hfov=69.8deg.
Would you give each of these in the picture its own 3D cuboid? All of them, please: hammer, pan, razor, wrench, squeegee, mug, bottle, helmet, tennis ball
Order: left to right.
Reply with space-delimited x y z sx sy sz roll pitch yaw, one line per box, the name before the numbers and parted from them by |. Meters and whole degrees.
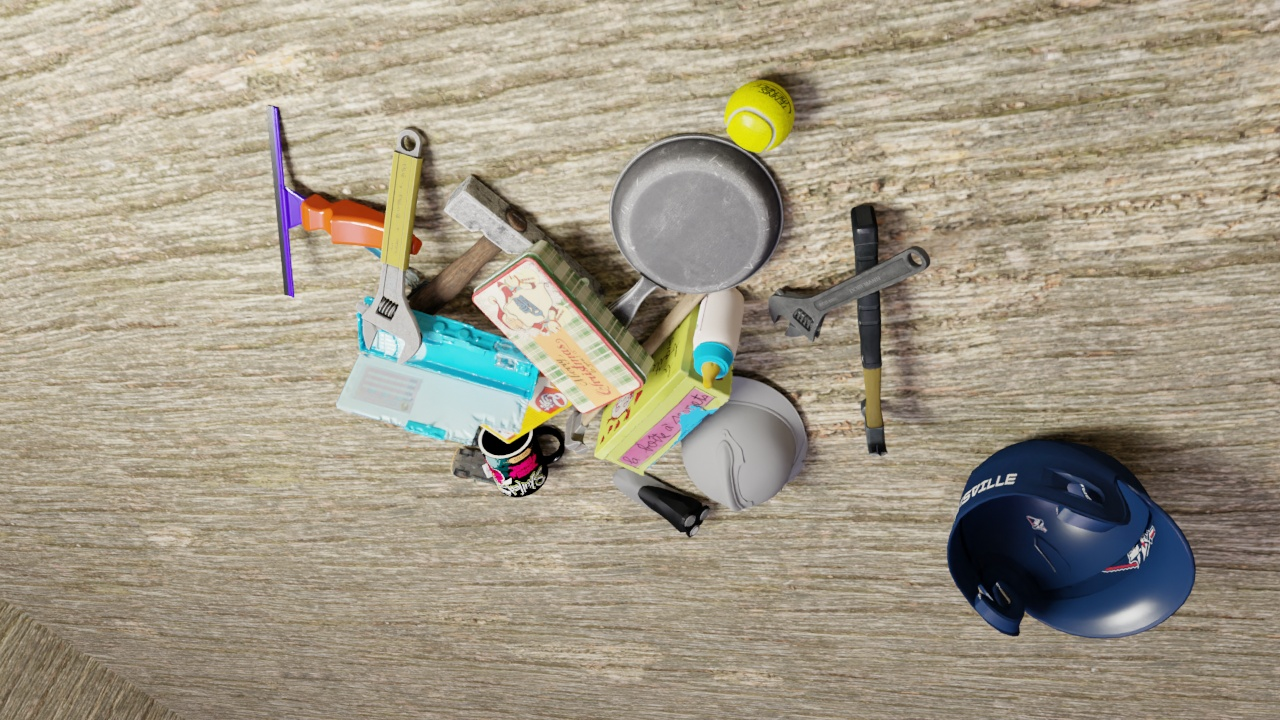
squeegee | -0.342 -0.161 1.081 0.185 0.055 0.250 19 127 12
razor | -0.324 -0.131 1.147 0.042 0.022 0.144 -33 116 31
wrench | -0.274 -0.126 1.043 0.083 0.018 0.274 15 110 4
hammer | -0.213 -0.070 1.143 0.217 0.037 0.301 37 128 -25
mug | -0.171 0.137 1.368 0.118 0.081 0.098 -18 136 -4
hammer | -0.007 0.007 1.162 0.030 0.119 0.332 29 129 -19
pan | 0.014 -0.095 1.028 0.187 0.055 0.358 31 124 -13
razor | 0.028 0.211 1.403 0.156 0.060 0.057 31 96 5
bottle | 0.086 -0.023 1.047 0.051 0.145 0.051 9 139 7
helmet | 0.130 0.146 1.246 0.183 0.117 0.271 -1 139 17
tennis ball | 0.113 -0.231 0.868 0.065 0.065 0.065 9 139 7
wrench | 0.213 -0.071 0.973 0.073 0.018 0.274 54 156 -3
hammer | 0.261 -0.021 1.040 0.025 0.117 0.333 -6 130 11
helmet | 0.525 0.217 1.121 0.272 0.222 0.233 37 127 19

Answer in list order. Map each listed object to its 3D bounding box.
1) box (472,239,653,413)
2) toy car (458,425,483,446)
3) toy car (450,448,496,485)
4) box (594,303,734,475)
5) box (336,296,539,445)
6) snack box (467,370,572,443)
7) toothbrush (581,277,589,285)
box | -0.088 -0.034 1.063 0.118 0.049 0.205 -24 116 40
toy car | -0.257 0.095 1.373 0.049 0.030 0.107 4 140 15
toy car | -0.241 0.173 1.444 0.112 0.047 0.047 14 158 -5
box | 0.031 0.039 1.156 0.081 0.124 0.222 25 140 -15
box | -0.245 0.023 1.114 0.227 0.121 0.098 17 147 -3
snack box | -0.147 0.024 1.237 0.110 0.061 0.231 37 135 -23
toothbrush | -0.109 -0.054 1.105 0.155 0.015 0.022 -39 82 37
